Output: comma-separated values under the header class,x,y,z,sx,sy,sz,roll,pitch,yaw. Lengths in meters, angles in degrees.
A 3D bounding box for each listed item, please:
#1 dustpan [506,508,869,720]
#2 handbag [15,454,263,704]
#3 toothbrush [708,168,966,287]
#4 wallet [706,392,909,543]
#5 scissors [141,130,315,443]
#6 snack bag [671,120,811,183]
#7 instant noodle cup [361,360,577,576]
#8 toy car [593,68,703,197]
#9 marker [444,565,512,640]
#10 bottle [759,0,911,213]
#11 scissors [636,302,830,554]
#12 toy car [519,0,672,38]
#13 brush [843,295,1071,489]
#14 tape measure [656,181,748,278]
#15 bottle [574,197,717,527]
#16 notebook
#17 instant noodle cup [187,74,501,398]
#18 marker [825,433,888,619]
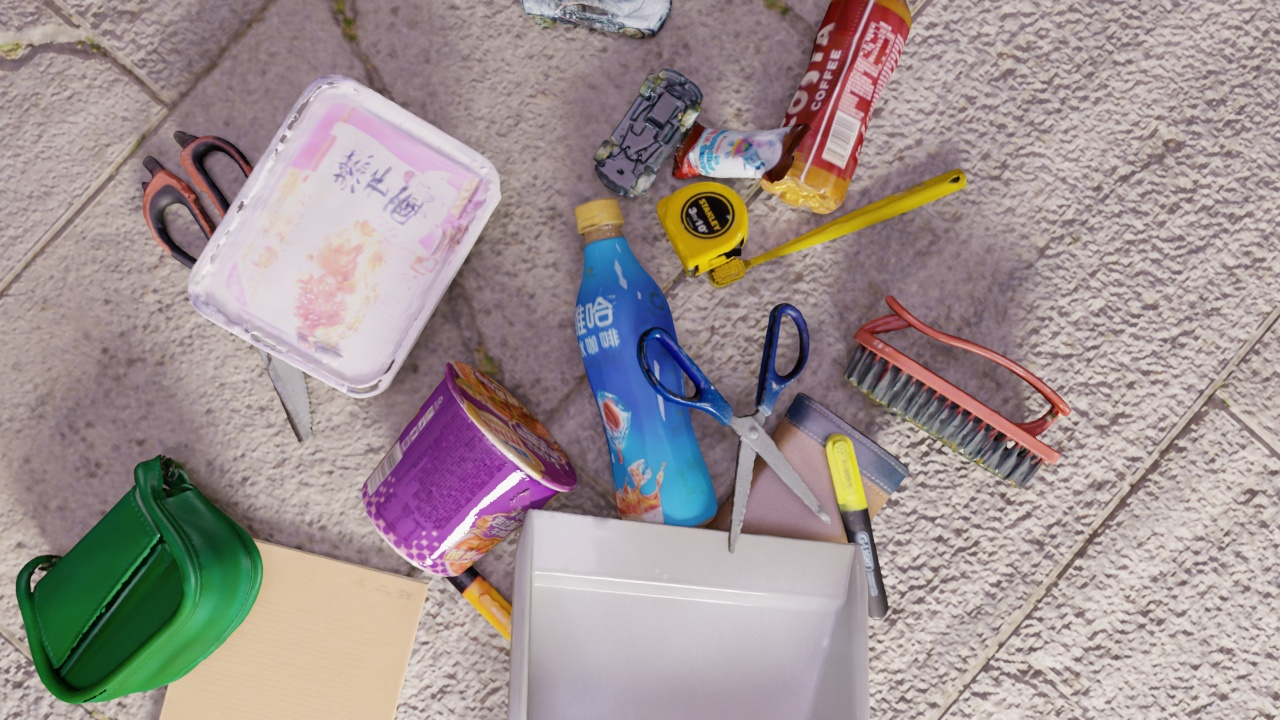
class,x,y,z,sx,sy,sz,roll,pitch,yaw
dustpan,0.031,0.235,0.503,0.222,0.143,0.258,8,94,-12
handbag,-0.316,0.139,0.578,0.131,0.068,0.120,-41,72,7
toothbrush,0.136,-0.091,0.628,0.190,0.016,0.015,-22,90,-2
wallet,0.112,0.092,0.615,0.090,0.033,0.115,35,88,2
scissors,-0.276,-0.041,0.615,0.177,0.015,0.210,12,88,-3
snack bag,0.063,-0.135,0.598,0.026,0.105,0.045,42,72,-39
instant noodle cup,-0.111,0.073,0.575,0.111,0.111,0.099,43,96,0
toy car,0.005,-0.152,0.617,0.043,0.034,0.090,34,90,-3
marker,-0.122,0.141,0.614,0.124,0.015,0.018,45,83,2
bottle,0.137,-0.188,0.611,0.057,0.057,0.175,22,88,-1
scissors,0.068,0.032,0.578,0.176,0.012,0.162,40,64,-11
toy car,-0.030,-0.250,0.621,0.105,0.031,0.049,7,89,-2
brush,0.206,0.017,0.605,0.146,0.063,0.069,32,99,1
tape measure,0.044,-0.090,0.617,0.057,0.029,0.060,-25,70,-3
bottle,-0.004,0.003,0.597,0.065,0.065,0.218,-12,88,-2
notebook,-0.239,0.231,0.610,0.149,0.012,0.211,15,88,-2
instant noodle cup,-0.184,-0.076,0.589,0.138,0.060,0.173,30,82,-6
marker,0.140,0.108,0.591,0.018,0.015,0.124,-14,94,2
